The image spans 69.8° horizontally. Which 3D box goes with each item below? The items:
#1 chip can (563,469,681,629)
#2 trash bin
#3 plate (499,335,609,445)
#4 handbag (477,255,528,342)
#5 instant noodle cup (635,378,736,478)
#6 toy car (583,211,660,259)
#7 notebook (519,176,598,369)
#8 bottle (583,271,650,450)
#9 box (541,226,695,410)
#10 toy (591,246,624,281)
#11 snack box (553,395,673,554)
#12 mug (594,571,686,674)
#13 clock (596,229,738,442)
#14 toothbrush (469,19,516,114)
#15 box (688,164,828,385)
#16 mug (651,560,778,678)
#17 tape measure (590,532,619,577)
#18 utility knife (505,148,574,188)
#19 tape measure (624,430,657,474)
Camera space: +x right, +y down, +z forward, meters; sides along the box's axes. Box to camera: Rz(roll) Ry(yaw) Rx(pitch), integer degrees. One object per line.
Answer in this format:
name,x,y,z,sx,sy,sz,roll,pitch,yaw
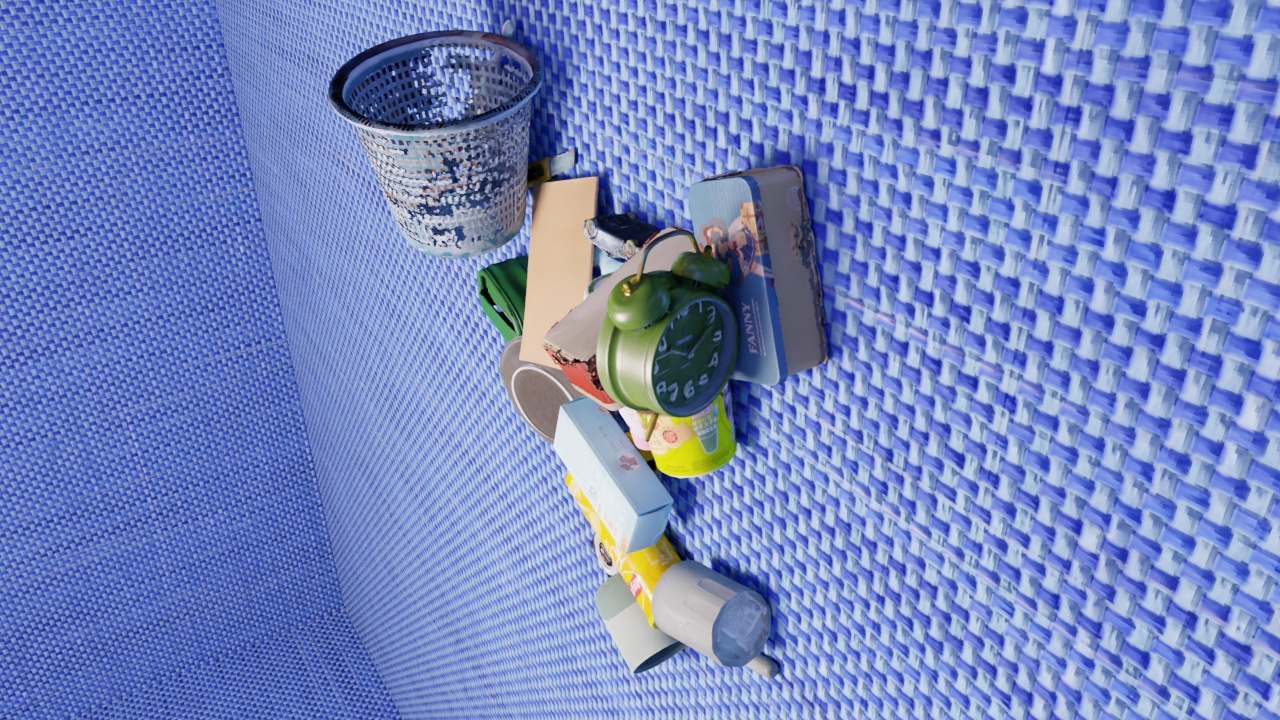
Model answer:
chip can,-0.011,0.206,1.075,0.213,0.072,0.072,54,146,30
trash bin,-0.214,-0.234,1.037,0.226,0.226,0.195,47,152,38
plate,-0.112,0.051,1.140,0.179,0.024,0.180,24,135,26
handbag,-0.158,-0.063,1.196,0.131,0.067,0.120,52,153,30
instant noodle cup,0.042,0.041,0.867,0.112,0.111,0.123,21,131,55
toy car,-0.010,-0.119,0.912,0.121,0.054,0.037,31,128,49
notebook,-0.093,-0.096,1.030,0.150,0.012,0.211,12,99,57
bottle,-0.006,0.006,0.950,0.068,0.068,0.197,33,145,49
box,-0.003,-0.047,0.806,0.091,0.168,0.077,28,157,52
toy,-0.048,-0.050,1.021,0.156,0.049,0.161,14,118,50
snack box,-0.034,0.125,1.029,0.175,0.051,0.074,51,144,32
mug,0.003,0.313,1.114,0.106,0.082,0.112,56,179,26
clock,0.024,-0.025,0.724,0.056,0.115,0.161,22,129,42
toothbrush,-0.188,-0.339,1.126,0.027,0.026,0.225,61,149,10
box,0.097,-0.064,0.750,0.090,0.061,0.184,7,110,60
mug,0.084,0.276,0.958,0.103,0.083,0.124,9,140,57
tape measure,-0.032,0.243,1.172,0.065,0.033,0.066,57,150,22
utility knife,-0.127,-0.226,1.095,0.215,0.015,0.033,2,109,59
tape measure,0.000,0.106,1.045,0.060,0.028,0.057,54,147,30
